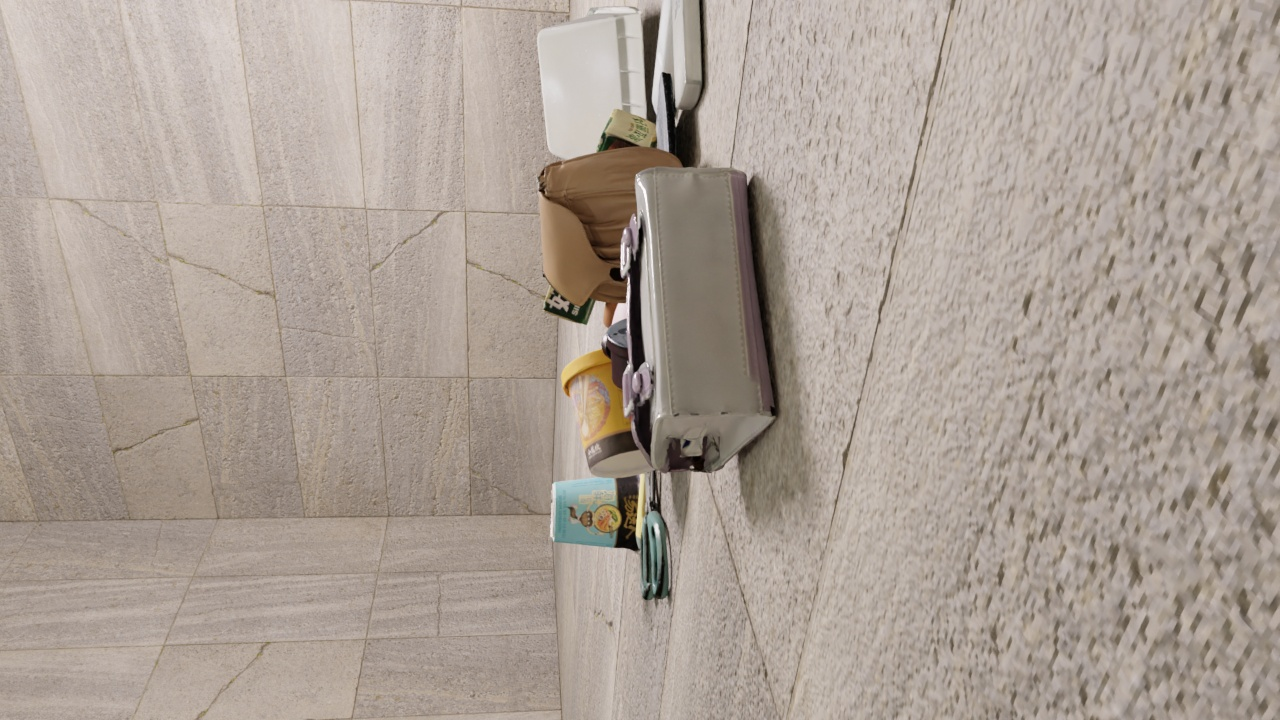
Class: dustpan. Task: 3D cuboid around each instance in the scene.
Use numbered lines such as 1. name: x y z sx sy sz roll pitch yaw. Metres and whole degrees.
1. dustpan: -0.036 -0.362 1.227 0.258 0.142 0.223 20 124 40

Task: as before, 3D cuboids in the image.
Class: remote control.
1. remote control: 0.044 -0.310 0.874 0.056 0.019 0.135 125 144 -76
2. remote control: 0.030 -0.328 0.972 0.055 0.020 0.136 -102 15 -53

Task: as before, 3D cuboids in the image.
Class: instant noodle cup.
1. instant noodle cup: -0.058 0.201 1.213 0.111 0.120 0.111 179 91 -82
2. instant noodle cup: -0.018 0.059 0.991 0.119 0.118 0.114 107 153 -65

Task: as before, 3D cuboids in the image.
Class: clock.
1. clock: 0.006 -0.011 0.914 0.122 0.082 0.055 -121 25 -63

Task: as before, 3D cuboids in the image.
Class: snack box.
1. snack box: -0.050 -0.172 1.111 0.114 0.063 0.241 -79 11 -60

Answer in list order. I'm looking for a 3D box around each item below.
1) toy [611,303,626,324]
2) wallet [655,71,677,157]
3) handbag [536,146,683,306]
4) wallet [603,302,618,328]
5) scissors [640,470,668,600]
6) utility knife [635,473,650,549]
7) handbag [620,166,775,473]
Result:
1. toy: -0.002 -0.062 1.077 0.121 0.054 0.159 100 180 -52
2. wallet: 0.029 -0.220 0.940 0.121 0.019 0.097 87 179 -71
3. handbag: -0.027 -0.123 0.916 0.205 0.148 0.099 97 173 -64
4. wallet: -0.020 -0.117 1.176 0.132 0.031 0.107 104 -178 -59
5. scissors: 0.012 0.214 1.085 0.177 0.019 0.174 99 167 -51
6. utility knife: 0.004 0.147 1.144 0.031 0.019 0.175 -152 62 -78
7. handbag: 0.034 -0.027 0.691 0.145 0.098 0.196 95 173 -66
